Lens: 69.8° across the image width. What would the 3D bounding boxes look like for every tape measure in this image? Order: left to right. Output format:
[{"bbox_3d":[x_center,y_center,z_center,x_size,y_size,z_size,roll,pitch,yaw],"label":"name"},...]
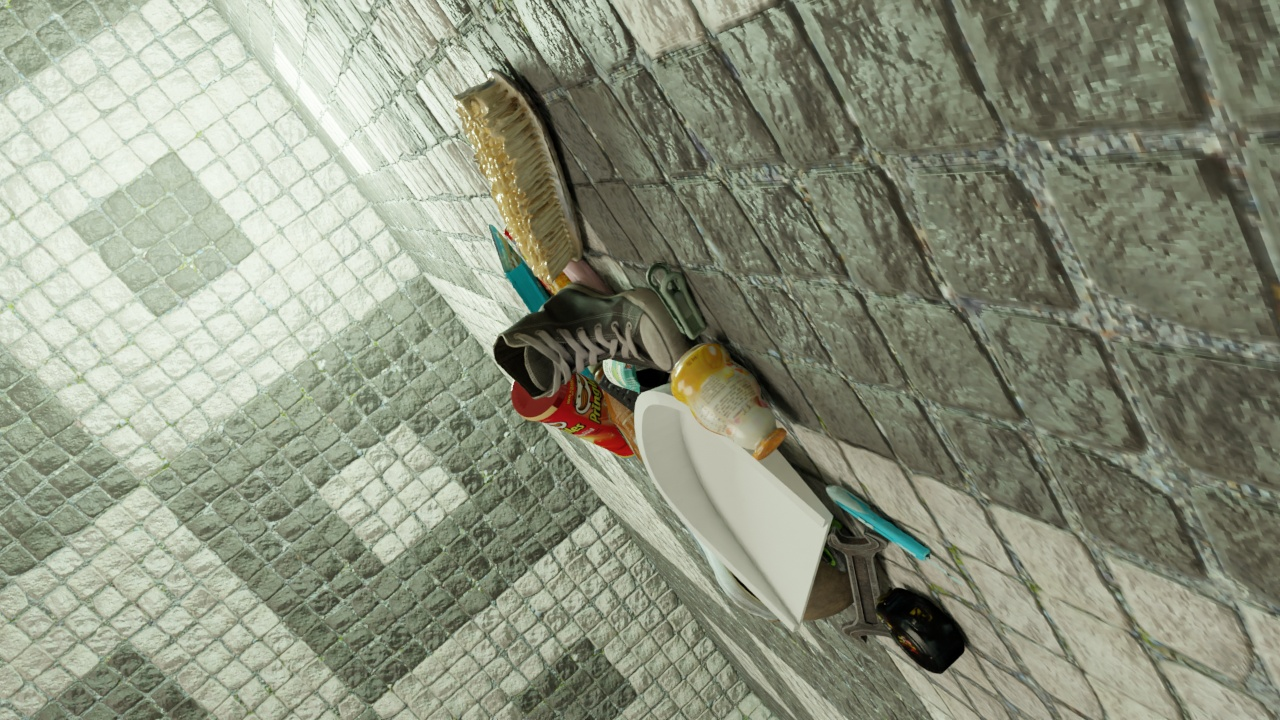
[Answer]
[{"bbox_3d":[0.184,0.179,0.904,0.065,0.035,0.059,47,168,16],"label":"tape measure"},{"bbox_3d":[0.256,0.245,0.831,0.072,0.042,0.071,57,163,-9],"label":"tape measure"}]

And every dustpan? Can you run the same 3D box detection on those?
[{"bbox_3d":[0.079,0.131,0.929,0.257,0.053,0.192,52,153,38],"label":"dustpan"}]

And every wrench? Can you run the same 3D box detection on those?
[{"bbox_3d":[0.222,0.227,0.899,0.070,0.010,0.273,4,145,22],"label":"wrench"}]

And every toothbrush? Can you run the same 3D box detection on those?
[{"bbox_3d":[-0.087,-0.121,1.017,0.222,0.027,0.026,50,179,6],"label":"toothbrush"}]

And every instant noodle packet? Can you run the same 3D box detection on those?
[{"bbox_3d":[-0.112,-0.117,1.093,0.135,0.039,0.098,52,175,-15],"label":"instant noodle packet"}]

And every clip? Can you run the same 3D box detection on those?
[{"bbox_3d":[0.032,-0.051,0.792,0.037,0.023,0.075,35,162,51],"label":"clip"}]

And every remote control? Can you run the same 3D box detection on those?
[{"bbox_3d":[0.017,0.052,1.092,0.150,0.047,0.022,37,-159,23],"label":"remote control"}]

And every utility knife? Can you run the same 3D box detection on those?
[{"bbox_3d":[0.208,0.142,0.753,0.141,0.015,0.022,34,164,46],"label":"utility knife"}]

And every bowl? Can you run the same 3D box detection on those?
[{"bbox_3d":[0.165,0.223,1.027,0.162,0.070,0.162,48,168,13],"label":"bowl"}]

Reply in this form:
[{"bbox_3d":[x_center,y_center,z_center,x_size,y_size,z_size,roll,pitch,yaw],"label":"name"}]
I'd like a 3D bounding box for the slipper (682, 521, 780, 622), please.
[{"bbox_3d":[0.115,0.220,1.168,0.111,0.063,0.263,29,-162,-31],"label":"slipper"}]

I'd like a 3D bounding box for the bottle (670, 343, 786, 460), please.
[{"bbox_3d":[0.077,0.036,0.793,0.109,0.063,0.063,46,168,22],"label":"bottle"}]

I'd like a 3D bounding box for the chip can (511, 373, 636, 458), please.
[{"bbox_3d":[-0.071,0.066,1.224,0.087,0.087,0.213,41,-173,40],"label":"chip can"}]

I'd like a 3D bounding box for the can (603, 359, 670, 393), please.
[{"bbox_3d":[-0.006,0.006,1.035,0.055,0.055,0.102,53,168,-14],"label":"can"}]

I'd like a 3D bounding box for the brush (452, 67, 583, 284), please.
[{"bbox_3d":[-0.109,-0.166,0.877,0.083,0.056,0.271,47,168,22],"label":"brush"}]

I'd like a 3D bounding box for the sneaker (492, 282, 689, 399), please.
[{"bbox_3d":[-0.050,-0.014,0.923,0.235,0.119,0.095,19,138,48],"label":"sneaker"}]

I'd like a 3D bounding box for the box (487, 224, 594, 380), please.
[{"bbox_3d":[-0.125,-0.069,1.236,0.181,0.039,0.227,56,-179,31],"label":"box"}]

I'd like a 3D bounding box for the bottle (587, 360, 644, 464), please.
[{"bbox_3d":[-0.015,0.054,1.150,0.167,0.059,0.059,54,172,31],"label":"bottle"}]
